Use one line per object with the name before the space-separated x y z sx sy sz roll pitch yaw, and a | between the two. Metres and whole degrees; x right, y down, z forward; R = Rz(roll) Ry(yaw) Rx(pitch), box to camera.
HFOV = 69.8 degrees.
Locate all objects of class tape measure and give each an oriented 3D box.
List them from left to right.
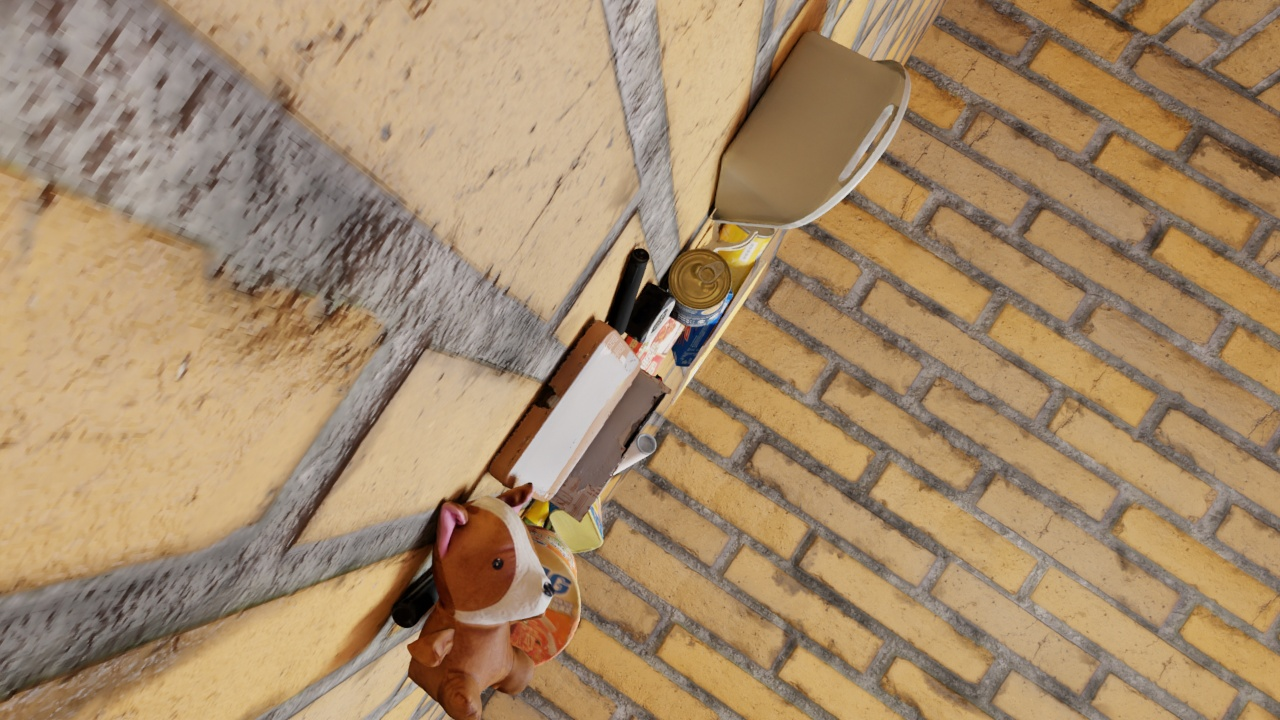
tape measure | 0.009 -0.053 1.041 0.066 0.033 0.066 -55 172 5

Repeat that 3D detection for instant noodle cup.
instant noodle cup | -0.139 0.262 1.057 0.151 0.151 0.111 -57 -178 6

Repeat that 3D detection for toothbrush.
toothbrush | -0.184 0.204 0.916 0.212 0.027 0.026 -42 150 -70
toothbrush | -0.041 0.134 1.170 0.026 0.027 0.222 -38 180 -33

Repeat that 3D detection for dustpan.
dustpan | 0.188 -0.233 0.999 0.223 0.142 0.257 -56 173 2

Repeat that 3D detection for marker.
marker | -0.013 -0.062 0.879 0.132 0.020 0.022 113 2 -60

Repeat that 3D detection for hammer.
hammer | -0.147 0.220 1.247 0.301 0.033 0.128 -56 173 1

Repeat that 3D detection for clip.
clip | 0.113 -0.152 1.195 0.035 0.096 0.101 23 90 -84

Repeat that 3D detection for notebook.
notebook | 0.111 -0.038 1.318 0.205 0.010 0.146 -54 175 -23

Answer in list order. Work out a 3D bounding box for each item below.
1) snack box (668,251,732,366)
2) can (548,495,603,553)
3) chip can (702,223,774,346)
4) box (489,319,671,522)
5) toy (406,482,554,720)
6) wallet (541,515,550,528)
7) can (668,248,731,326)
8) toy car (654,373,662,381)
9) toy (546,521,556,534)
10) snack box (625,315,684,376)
snack box | 0.077 -0.071 1.279 0.158 0.026 0.084 118 -33 -46
can | -0.081 0.176 1.134 0.102 0.057 0.083 73 7 -45
chip can | 0.115 -0.119 1.338 0.071 0.072 0.214 -48 169 -53
box | -0.056 0.070 0.951 0.178 0.103 0.261 -55 179 -7
toy | -0.136 0.209 0.802 0.140 0.131 0.199 -4 100 -68
wallet | -0.123 0.211 1.376 0.129 0.037 0.107 -43 156 -70
can | 0.071 -0.088 1.141 0.075 0.075 0.111 -55 174 -7
toy car | 0.001 0.060 1.333 0.049 0.031 0.107 -45 173 -46
toy | -0.103 0.212 1.274 0.091 0.030 0.097 -44 175 -45
snack box | -0.007 0.007 1.152 0.153 0.025 0.075 -57 153 4
